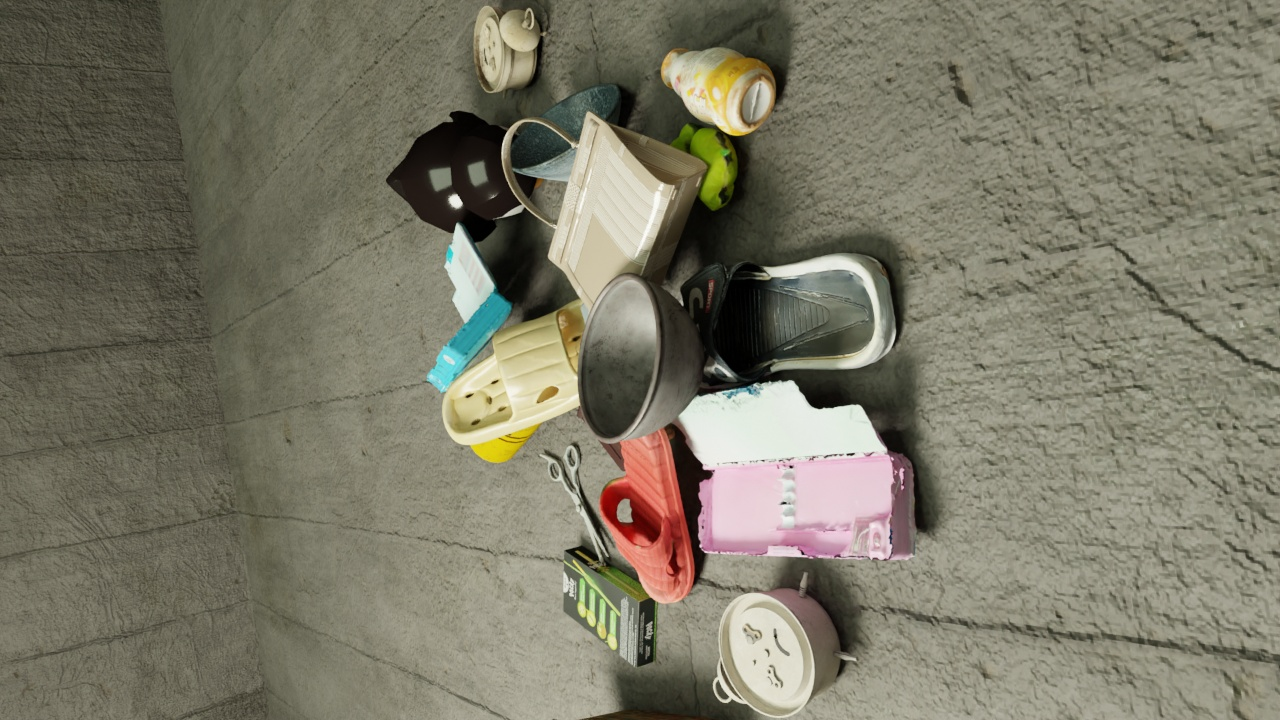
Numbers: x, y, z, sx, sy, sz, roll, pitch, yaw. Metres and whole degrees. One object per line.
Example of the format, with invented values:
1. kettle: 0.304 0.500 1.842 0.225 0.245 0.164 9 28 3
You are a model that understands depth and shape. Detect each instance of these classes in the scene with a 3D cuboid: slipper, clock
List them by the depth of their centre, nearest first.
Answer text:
1. slipper: 0.094 -0.031 0.776 0.264 0.063 0.111 -5 93 51
2. clock: 0.114 0.261 0.809 0.157 0.061 0.103 -50 57 37
3. slipper: -0.001 0.152 0.897 0.103 0.059 0.249 41 146 46
4. slipper: -0.135 0.018 1.006 0.262 0.079 0.111 -29 69 27
5. clock: -0.143 -0.358 1.034 0.141 0.054 0.093 -15 85 61

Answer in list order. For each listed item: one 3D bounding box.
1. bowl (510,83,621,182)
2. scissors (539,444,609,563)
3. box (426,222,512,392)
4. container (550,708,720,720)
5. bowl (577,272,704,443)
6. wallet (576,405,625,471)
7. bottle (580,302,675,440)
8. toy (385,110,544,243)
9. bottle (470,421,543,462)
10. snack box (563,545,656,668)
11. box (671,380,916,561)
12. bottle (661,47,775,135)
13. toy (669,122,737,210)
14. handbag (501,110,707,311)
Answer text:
1. bowl: -0.066 -0.218 0.938 0.137 0.136 0.057 18 151 51
2. scissors: -0.079 0.169 1.089 0.118 0.014 0.161 -21 77 52
3. box: -0.210 -0.054 1.126 0.228 0.085 0.170 147 129 -69
4. container: -0.024 0.445 0.925 0.251 0.186 0.157 -23 78 53
5. bowl: 0.007 0.002 0.791 0.145 0.067 0.144 -23 63 57
6. wallet: -0.033 0.053 1.002 0.115 0.018 0.092 43 130 43
7. bottle: -0.005 0.005 0.921 0.072 0.046 0.161 -25 76 30
8. toy: -0.195 -0.214 1.059 0.184 0.139 0.159 7 103 52
9. bottle: -0.150 0.060 1.115 0.164 0.071 0.071 -47 60 47
10. snack box: -0.037 0.277 1.045 0.148 0.025 0.080 19 112 50
11. box: 0.119 0.090 0.769 0.231 0.062 0.160 -14 94 54
12. bottle: 0.062 -0.232 0.773 0.109 0.063 0.063 39 127 40
13. toy: 0.054 -0.174 0.821 0.094 0.036 0.094 -29 67 57
14. handbag: -0.056 -0.148 0.846 0.198 0.062 0.176 38 135 17
